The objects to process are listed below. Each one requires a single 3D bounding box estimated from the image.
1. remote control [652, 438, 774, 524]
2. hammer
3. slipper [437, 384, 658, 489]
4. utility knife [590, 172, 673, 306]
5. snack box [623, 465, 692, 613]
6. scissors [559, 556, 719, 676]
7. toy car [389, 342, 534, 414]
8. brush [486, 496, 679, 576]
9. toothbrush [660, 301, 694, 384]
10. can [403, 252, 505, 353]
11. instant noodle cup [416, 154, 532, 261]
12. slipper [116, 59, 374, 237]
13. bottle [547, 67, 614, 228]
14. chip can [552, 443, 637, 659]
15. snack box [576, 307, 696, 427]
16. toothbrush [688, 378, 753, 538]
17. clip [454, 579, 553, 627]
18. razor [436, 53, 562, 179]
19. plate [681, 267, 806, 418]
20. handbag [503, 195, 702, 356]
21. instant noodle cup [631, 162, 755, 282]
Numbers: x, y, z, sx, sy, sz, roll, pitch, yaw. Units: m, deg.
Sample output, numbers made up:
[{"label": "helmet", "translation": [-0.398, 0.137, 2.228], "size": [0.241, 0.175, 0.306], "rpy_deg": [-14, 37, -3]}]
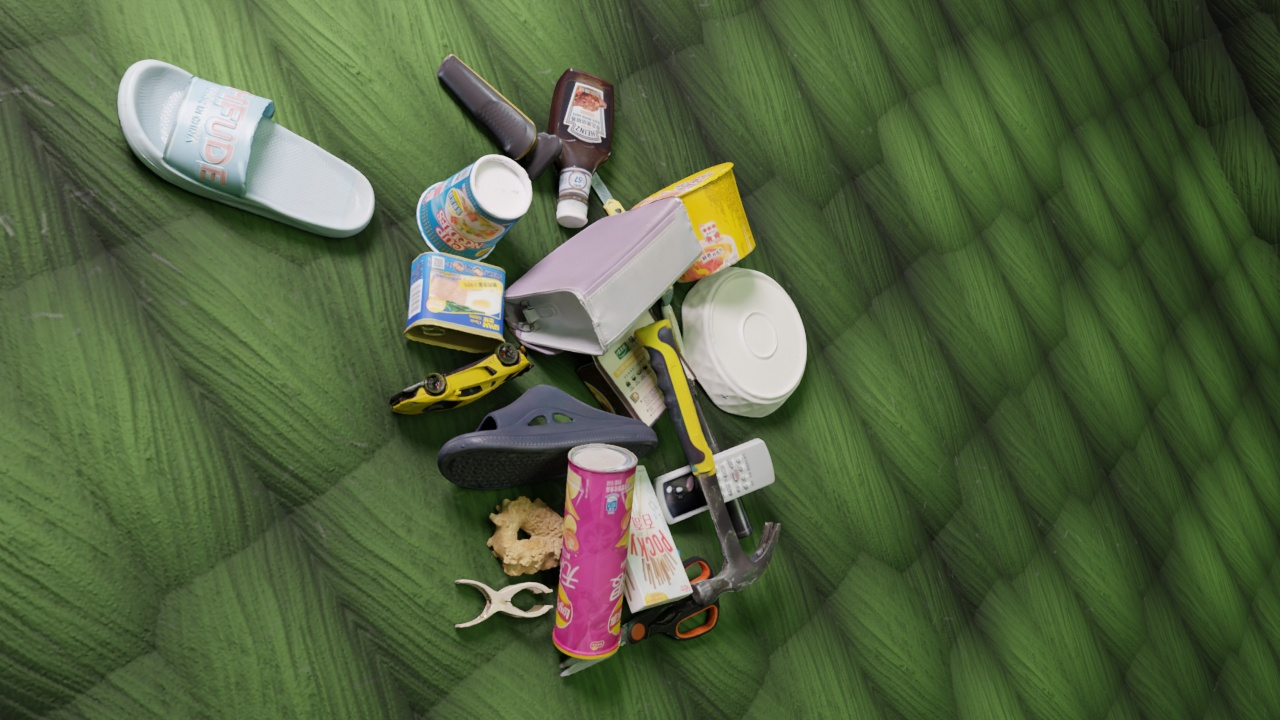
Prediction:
[{"label": "remote control", "translation": [0.088, 0.144, 1.092], "size": [0.150, 0.021, 0.058], "rpy_deg": [-20, 102, -14]}, {"label": "hammer", "translation": [0.069, 0.109, 1.050], "size": [0.126, 0.032, 0.323], "rpy_deg": [-21, 95, -24]}, {"label": "slipper", "translation": [-0.100, 0.078, 0.973], "size": [0.267, 0.111, 0.083], "rpy_deg": [2, 59, -42]}, {"label": "utility knife", "translation": [-0.017, -0.161, 1.147], "size": [0.030, 0.022, 0.210], "rpy_deg": [-36, 90, -43]}, {"label": "snack box", "translation": [-0.003, 0.194, 1.015], "size": [0.084, 0.027, 0.156], "rpy_deg": [1, 60, -50]}, {"label": "scissors", "translation": [-0.001, 0.281, 1.023], "size": [0.234, 0.022, 0.141], "rpy_deg": [9, 83, -37]}, {"label": "toy car", "translation": [-0.183, 0.024, 0.937], "size": [0.155, 0.071, 0.041], "rpy_deg": [-23, 87, -36]}, {"label": "brush", "translation": [-0.056, 0.204, 1.004], "size": [0.254, 0.046, 0.083], "rpy_deg": [18, 63, -36]}, {"label": "toothbrush", "translation": [0.057, 0.016, 1.147], "size": [0.018, 0.016, 0.191], "rpy_deg": [2, 71, -82]}, {"label": "can", "translation": [-0.192, -0.060, 0.963], "size": [0.102, 0.057, 0.083], "rpy_deg": [13, 67, -33]}, {"label": "instant noodle cup", "translation": [-0.171, -0.166, 0.974], "size": [0.099, 0.110, 0.099], "rpy_deg": [11, 71, -33]}, {"label": "slipper", "translation": [-0.363, -0.195, 0.865], "size": [0.245, 0.074, 0.103], "rpy_deg": [26, 64, -30]}, {"label": "bottle", "translation": [-0.075, -0.255, 1.112], "size": [0.079, 0.044, 0.194], "rpy_deg": [13, 70, -26]}, {"label": "chip can", "translation": [-0.047, 0.193, 0.928], "size": [0.071, 0.071, 0.211], "rpy_deg": [-8, 112, -38]}, {"label": "snack box", "translation": [-0.006, 0.006, 1.081], "size": [0.113, 0.053, 0.125], "rpy_deg": [-45, 105, -36]}, {"label": "toothbrush", "translation": [0.091, 0.119, 1.114], "size": [0.027, 0.026, 0.213], "rpy_deg": [-35, 110, -44]}, {"label": "clip", "translation": [-0.140, 0.244, 0.933], "size": [0.100, 0.035, 0.071], "rpy_deg": [3, 76, -27]}, {"label": "razor", "translation": [-0.164, -0.284, 1.056], "size": [0.167, 0.062, 0.067], "rpy_deg": [42, 26, -13]}, {"label": "plate", "translation": [0.144, -0.029, 1.209], "size": [0.204, 0.046, 0.204], "rpy_deg": [11, 70, -33]}, {"label": "handbag", "translation": [-0.043, -0.092, 1.028], "size": [0.196, 0.145, 0.098], "rpy_deg": [-45, 126, -35]}, {"label": "instant noodle cup", "translation": [0.072, -0.168, 1.146], "size": [0.137, 0.138, 0.110], "rpy_deg": [-37, 109, -37]}]
